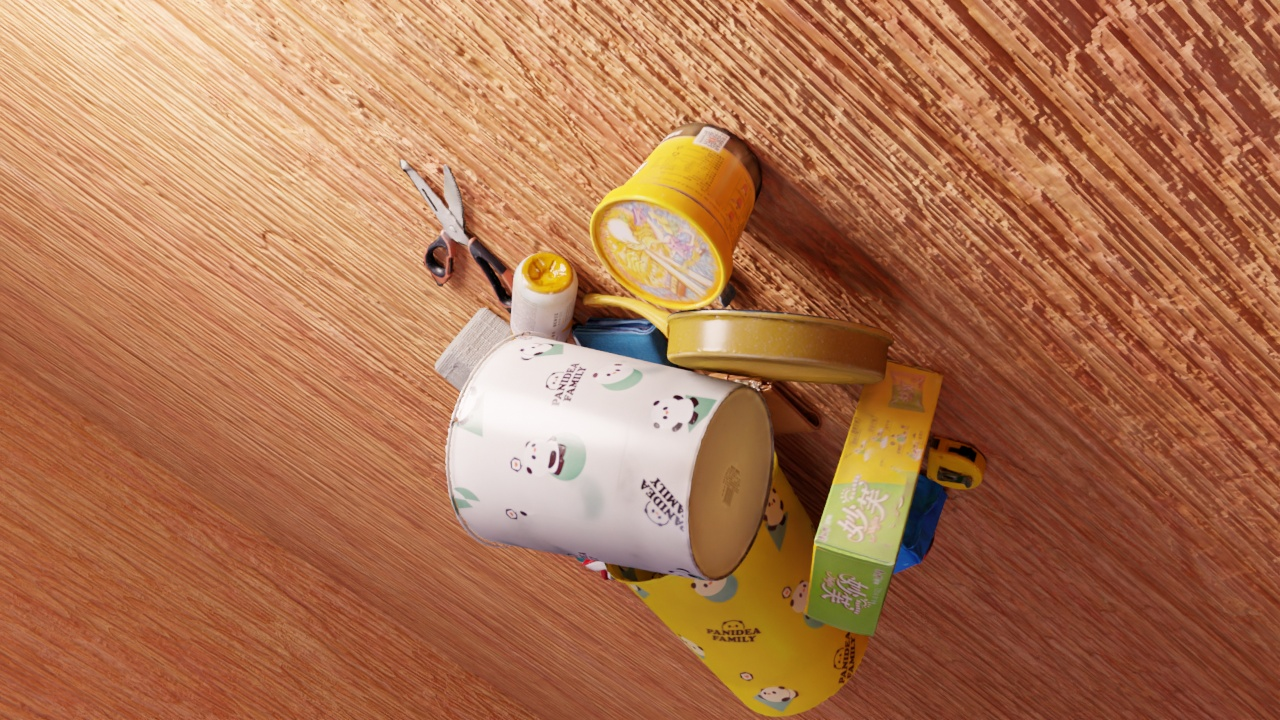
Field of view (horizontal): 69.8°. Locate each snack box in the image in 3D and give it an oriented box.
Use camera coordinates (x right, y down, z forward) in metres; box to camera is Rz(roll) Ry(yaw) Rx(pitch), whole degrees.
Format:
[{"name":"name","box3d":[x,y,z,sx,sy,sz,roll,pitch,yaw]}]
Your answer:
[{"name":"snack box","box3d":[0.217,0.127,0.856,0.070,0.209,0.158,15,145,17]}]

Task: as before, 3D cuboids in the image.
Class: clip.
[{"name":"clip","box3d":[0.071,-0.078,0.869,0.045,0.027,0.058,14,142,37]}]

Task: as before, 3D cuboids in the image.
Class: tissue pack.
[{"name":"tissue pack","box3d":[0.272,0.186,1.005,0.052,0.094,0.157,32,150,0]}]

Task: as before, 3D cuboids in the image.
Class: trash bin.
[{"name":"trash bin","box3d":[-0.020,0.096,0.901,0.252,0.228,0.230,7,142,30]},{"name":"trash bin","box3d":[0.121,0.255,1.062,0.230,0.228,0.255,-13,120,48]}]

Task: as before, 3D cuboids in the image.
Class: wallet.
[{"name":"wallet","box3d":[0.114,0.048,0.992,0.132,0.031,0.108,-10,140,46]},{"name":"wallet","box3d":[-0.006,0.006,1.038,0.106,0.040,0.133,3,139,31]}]

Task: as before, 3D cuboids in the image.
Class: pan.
[{"name":"pan","box3d":[0.065,-0.029,0.866,0.358,0.078,0.197,2,173,45]}]

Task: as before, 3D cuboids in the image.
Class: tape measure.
[{"name":"tape measure","box3d":[0.315,0.108,0.921,0.057,0.028,0.060,14,145,23]}]

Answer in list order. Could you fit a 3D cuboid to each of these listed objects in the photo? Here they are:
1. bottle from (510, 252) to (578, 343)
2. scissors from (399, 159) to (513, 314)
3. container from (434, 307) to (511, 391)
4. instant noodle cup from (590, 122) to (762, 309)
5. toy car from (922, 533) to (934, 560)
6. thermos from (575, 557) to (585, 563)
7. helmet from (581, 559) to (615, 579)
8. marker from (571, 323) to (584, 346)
[{"name":"bottle","box3d":[-0.111,-0.043,1.023,0.068,0.067,0.190,27,148,6]},{"name":"scissors","box3d":[-0.201,-0.131,1.024,0.189,0.015,0.227,36,148,-8]},{"name":"container","box3d":[-0.181,0.006,1.134,0.114,0.090,0.090,40,147,-9]},{"name":"instant noodle cup","box3d":[0.036,-0.122,0.747,0.118,0.114,0.119,22,148,14]},{"name":"toy car","box3d":[0.301,0.217,1.065,0.031,0.049,0.107,36,148,-14]},{"name":"thermos","box3d":[-0.124,0.238,1.428,0.073,0.073,0.224,-2,136,41]},{"name":"helmet","box3d":[0.052,0.273,1.267,0.207,0.143,0.240,14,160,31]},{"name":"marker","box3d":[-0.058,0.003,1.093,0.023,0.018,0.131,21,149,32]}]
